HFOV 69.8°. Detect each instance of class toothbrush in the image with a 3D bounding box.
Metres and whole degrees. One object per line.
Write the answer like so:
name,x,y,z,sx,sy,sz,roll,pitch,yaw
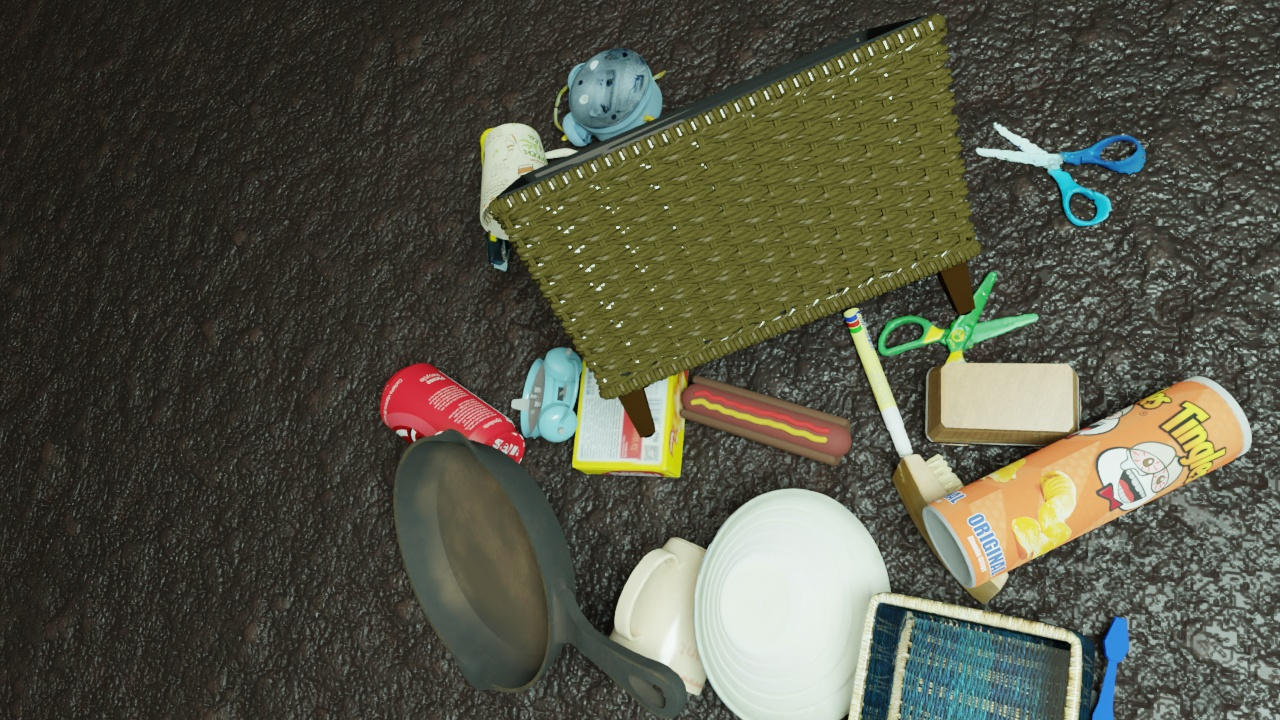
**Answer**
toothbrush,0.308,0.266,0.619,0.016,0.011,0.186,11,78,28

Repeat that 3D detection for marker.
marker,0.197,0.017,0.762,0.014,0.014,0.132,-23,66,16

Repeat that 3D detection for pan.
pan,-0.089,0.184,0.747,0.356,0.043,0.249,19,117,42

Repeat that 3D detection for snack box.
snack box,-0.005,0.005,0.842,0.092,0.042,0.200,-2,74,24

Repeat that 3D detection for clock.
clock,-0.036,-0.264,0.933,0.125,0.051,0.088,0,76,25
clock,-0.081,0.032,0.836,0.123,0.042,0.087,151,126,-63

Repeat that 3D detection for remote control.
remote control,0.323,0.298,0.619,0.058,0.013,0.133,-33,64,12

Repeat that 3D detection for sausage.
sausage,0.104,0.050,0.780,0.156,0.040,0.040,16,81,28

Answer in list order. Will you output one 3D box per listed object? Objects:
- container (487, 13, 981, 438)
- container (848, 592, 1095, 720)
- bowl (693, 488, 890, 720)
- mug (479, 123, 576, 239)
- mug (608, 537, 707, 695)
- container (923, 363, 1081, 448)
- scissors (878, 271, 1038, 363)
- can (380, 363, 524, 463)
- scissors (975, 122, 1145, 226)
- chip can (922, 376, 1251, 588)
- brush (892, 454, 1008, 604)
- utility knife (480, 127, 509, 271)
container,0.081,-0.097,0.703,0.321,0.176,0.205,-22,106,6
container,0.223,0.267,0.631,0.145,0.071,0.187,4,76,35
bowl,0.105,0.188,0.702,0.058,0.176,0.176,-19,59,63
mug,-0.106,-0.189,0.938,0.122,0.081,0.097,-9,64,-2
mug,0.023,0.196,0.733,0.085,0.111,0.104,15,71,42
container,0.272,0.031,0.690,0.114,0.061,0.063,1,80,18
scissors,0.260,-0.011,0.744,0.129,0.012,0.119,-15,71,20
can,-0.184,0.062,0.887,0.142,0.074,0.074,31,88,29
scissors,0.346,-0.173,0.757,0.086,0.015,0.135,-49,57,8
chip can,0.305,0.083,0.634,0.210,0.062,0.062,-25,64,-2
brush,0.238,0.123,0.694,0.039,0.049,0.117,-25,63,-9
utility knife,-0.153,-0.171,0.977,0.029,0.020,0.171,-14,70,22
